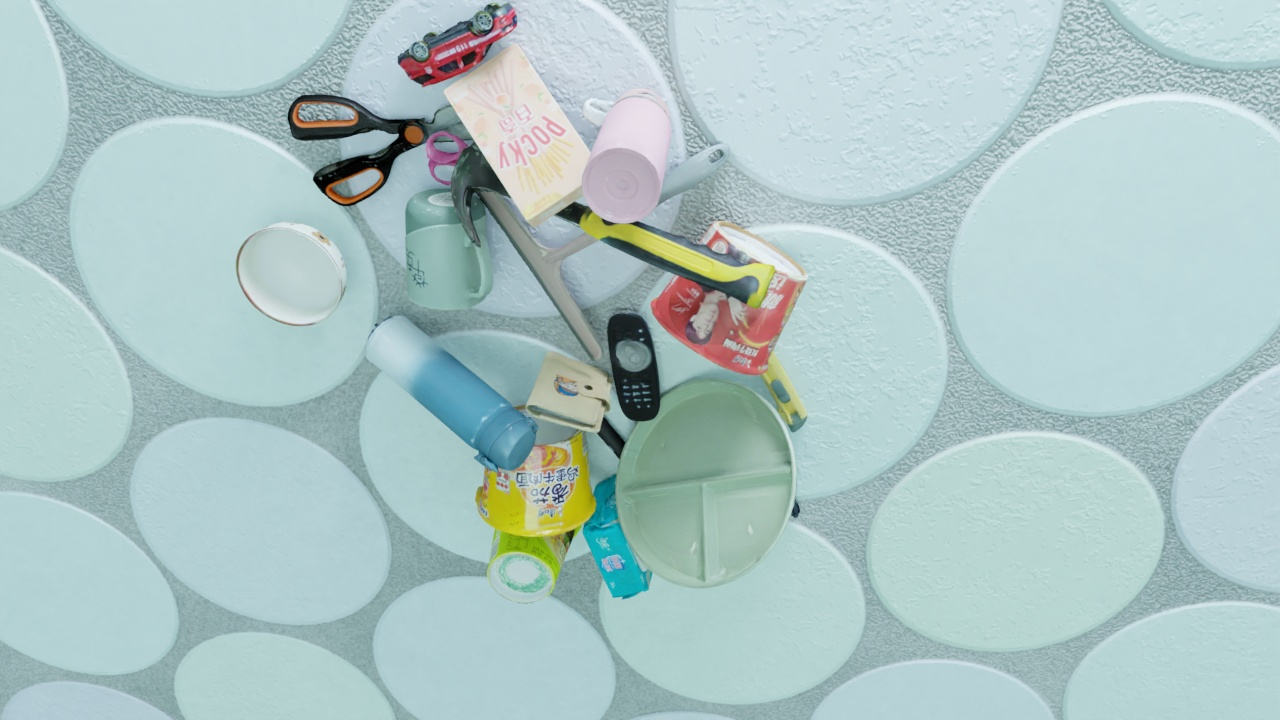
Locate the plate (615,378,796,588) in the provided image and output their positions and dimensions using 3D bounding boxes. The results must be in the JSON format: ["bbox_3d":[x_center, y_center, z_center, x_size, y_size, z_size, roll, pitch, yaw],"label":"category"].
[{"bbox_3d":[0.071,0.133,1.007,0.231,0.230,0.027,-34,148,23],"label":"plate"}]

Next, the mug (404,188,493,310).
[{"bbox_3d":[-0.190,-0.111,0.937,0.112,0.082,0.106,28,125,36],"label":"mug"}]

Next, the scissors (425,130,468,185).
[{"bbox_3d":[-0.149,-0.197,0.917,0.133,0.017,0.056,6,118,3],"label":"scissors"}]

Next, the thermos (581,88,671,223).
[{"bbox_3d":[-0.017,-0.193,0.815,0.087,0.198,0.067,16,122,-6],"label":"thermos"}]

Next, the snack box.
[{"bbox_3d":[-0.108,-0.210,0.855,0.084,0.026,0.157,-33,78,1],"label":"snack box"}]

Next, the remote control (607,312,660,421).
[{"bbox_3d":[-0.006,0.006,1.031,0.053,0.024,0.136,-1,117,15],"label":"remote control"}]

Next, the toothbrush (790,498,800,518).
[{"bbox_3d":[0.140,0.119,1.087,0.014,0.017,0.189,-26,113,26],"label":"toothbrush"}]

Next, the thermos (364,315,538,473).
[{"bbox_3d":[-0.204,0.036,0.987,0.220,0.070,0.070,37,123,22],"label":"thermos"}]

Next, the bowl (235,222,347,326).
[{"bbox_3d":[-0.367,-0.100,0.987,0.113,0.062,0.114,2,121,3],"label":"bowl"}]

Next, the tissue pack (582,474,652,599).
[{"bbox_3d":[-0.024,0.214,1.117,0.050,0.093,0.133,-12,119,17],"label":"tissue pack"}]

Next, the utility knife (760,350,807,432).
[{"bbox_3d":[0.146,0.015,1.029,0.031,0.018,0.166,-27,110,13],"label":"utility knife"}]

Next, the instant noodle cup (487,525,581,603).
[{"bbox_3d":[-0.134,0.226,1.117,0.112,0.123,0.112,3,120,4],"label":"instant noodle cup"}]

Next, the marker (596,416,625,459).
[{"bbox_3d":[-0.026,0.101,1.093,0.022,0.020,0.132,-37,112,6],"label":"marker"}]

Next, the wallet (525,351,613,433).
[{"bbox_3d":[-0.073,0.034,1.002,0.087,0.115,0.024,20,118,-5],"label":"wallet"}]

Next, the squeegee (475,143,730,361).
[{"bbox_3d":[-0.018,-0.148,0.929,0.250,0.040,0.247,-29,107,17],"label":"squeegee"}]

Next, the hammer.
[{"bbox_3d":[-0.032,-0.123,0.862,0.323,0.032,0.126,24,85,10],"label":"hammer"}]

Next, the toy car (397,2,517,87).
[{"bbox_3d":[-0.168,-0.295,0.858,0.121,0.052,0.045,-19,118,20],"label":"toy car"}]

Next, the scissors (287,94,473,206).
[{"bbox_3d":[-0.242,-0.219,0.933,0.229,0.021,0.190,14,126,-9],"label":"scissors"}]

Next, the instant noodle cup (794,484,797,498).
[{"bbox_3d":[0.122,0.173,1.055,0.099,0.109,0.099,11,125,15],"label":"instant noodle cup"}]

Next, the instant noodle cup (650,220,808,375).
[{"bbox_3d":[0.094,-0.067,0.919,0.138,0.137,0.109,27,111,-10],"label":"instant noodle cup"}]

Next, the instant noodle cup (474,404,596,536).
[{"bbox_3d":[-0.119,0.120,1.054,0.138,0.137,0.110,3,112,4],"label":"instant noodle cup"}]
